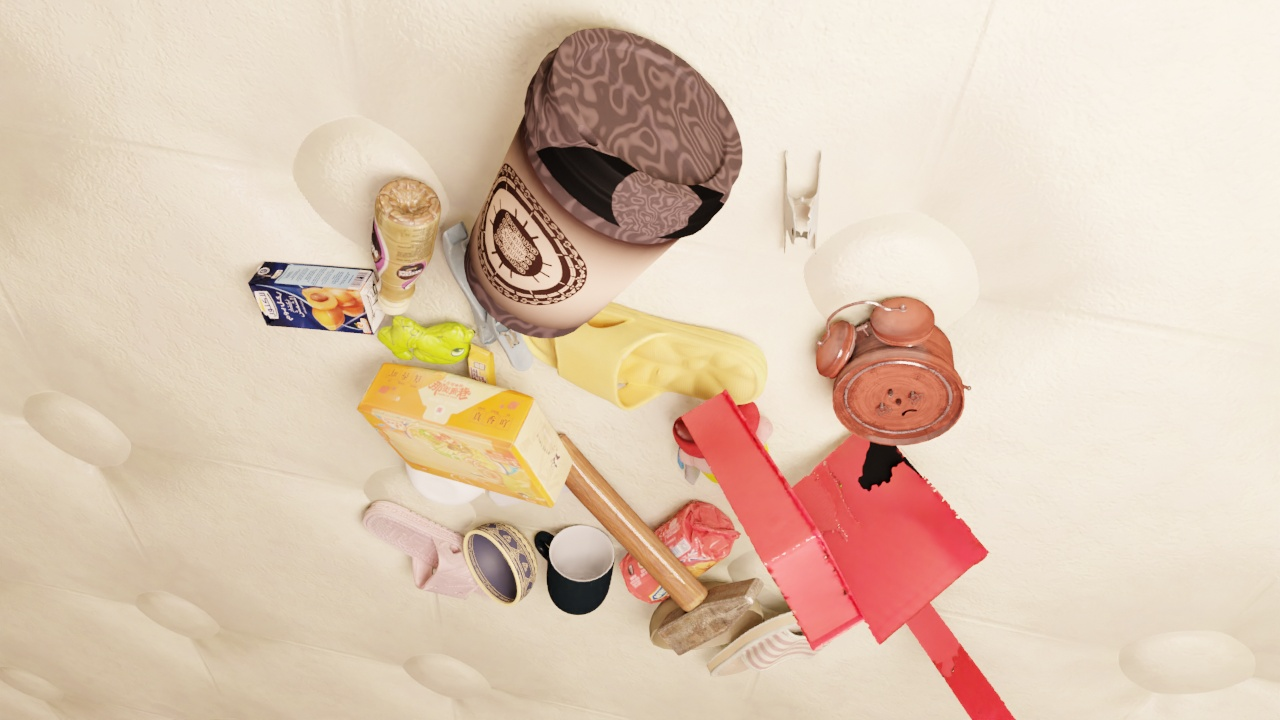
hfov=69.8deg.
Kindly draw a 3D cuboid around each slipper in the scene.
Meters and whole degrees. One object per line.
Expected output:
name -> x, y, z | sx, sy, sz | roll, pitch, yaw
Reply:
slipper -> -0.005, 0.005, 0.924 | 0.263, 0.078, 0.100 | 11, 138, 8
slipper -> -0.281, 0.279, 1.271 | 0.239, 0.064, 0.094 | 34, 132, -15
slipper -> 0.183, 0.386, 1.230 | 0.115, 0.052, 0.264 | 2, 147, -32

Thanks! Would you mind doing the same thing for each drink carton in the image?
drink carton -> -0.342, -0.066, 0.974 | 0.130, 0.040, 0.064 | 5, 133, 11

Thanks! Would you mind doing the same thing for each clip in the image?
clip -> 0.133, -0.124, 0.785 | 0.056, 0.056, 0.102 | 29, 144, 34
clip -> -0.141, -0.055, 0.899 | 0.112, 0.028, 0.163 | 36, 153, 37

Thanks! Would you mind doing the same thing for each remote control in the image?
remote control -> -0.133, 0.161, 1.153 | 0.131, 0.012, 0.033 | -17, 126, 28

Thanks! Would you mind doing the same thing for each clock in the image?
clock -> 0.233, 0.006, 0.861 | 0.121, 0.072, 0.157 | -26, 123, 33

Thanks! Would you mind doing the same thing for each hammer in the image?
hammer -> -0.003, 0.201, 1.069 | 0.301, 0.037, 0.158 | 47, 131, 0

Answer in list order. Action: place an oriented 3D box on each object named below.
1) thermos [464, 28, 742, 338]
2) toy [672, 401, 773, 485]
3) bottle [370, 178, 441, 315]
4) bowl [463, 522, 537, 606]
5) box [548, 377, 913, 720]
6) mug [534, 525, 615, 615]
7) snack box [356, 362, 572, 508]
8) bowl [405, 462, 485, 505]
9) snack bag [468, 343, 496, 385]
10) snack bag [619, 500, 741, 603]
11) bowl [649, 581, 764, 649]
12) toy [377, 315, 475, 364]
thermos -> -0.046, -0.128, 0.753 | 0.172, 0.172, 0.227 | 30, 139, -14
toy -> 0.093, 0.110, 0.989 | 0.124, 0.096, 0.131 | -19, 145, 18
bottle -> -0.234, -0.103, 0.898 | 0.059, 0.059, 0.166 | 22, 143, -6
bowl -> -0.176, 0.262, 1.218 | 0.112, 0.061, 0.113 | 24, 128, 36
box -> 0.040, 0.208, 0.859 | 0.351, 0.217, 0.198 | -32, 128, 5
mug -> -0.093, 0.267, 1.204 | 0.122, 0.085, 0.095 | 34, 140, 23
snack box -> -0.186, 0.076, 1.009 | 0.195, 0.080, 0.145 | 12, 151, 22
bowl -> -0.241, 0.140, 1.136 | 0.115, 0.050, 0.115 | 8, 134, 8
snack bag -> -0.174, 0.015, 1.007 | 0.026, 0.020, 0.099 | 18, 148, 4
snack bag -> 0.043, 0.237, 1.137 | 0.082, 0.082, 0.177 | 32, 132, -15
bowl -> 0.084, 0.331, 1.210 | 0.152, 0.050, 0.153 | -7, 145, -5
toy -> -0.226, -0.021, 0.979 | 0.093, 0.036, 0.094 | 28, 139, -37
